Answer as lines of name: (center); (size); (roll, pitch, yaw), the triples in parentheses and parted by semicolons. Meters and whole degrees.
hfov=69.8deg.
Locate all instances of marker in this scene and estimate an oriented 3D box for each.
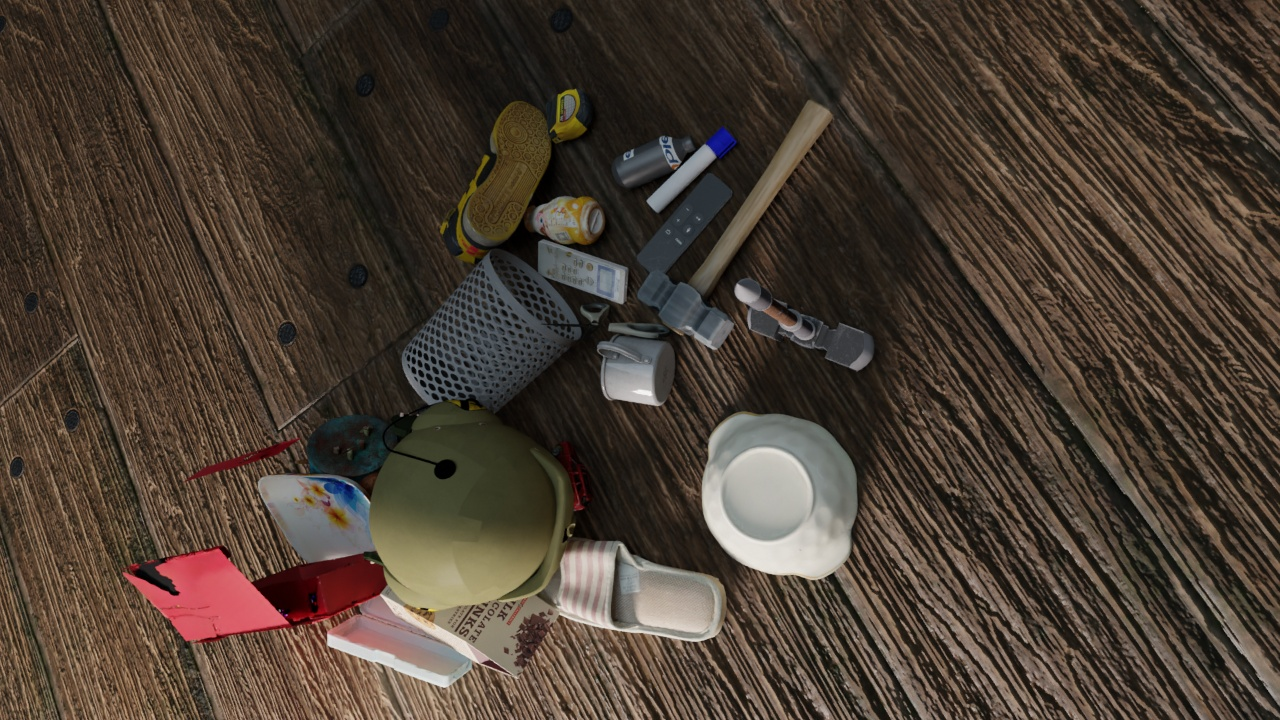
marker: (0.064, -0.240, 1.167); (0.133, 0.023, 0.027); (-43, 91, 13)

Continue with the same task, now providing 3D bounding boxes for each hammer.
hammer: (0.146, -0.048, 0.947); (0.156, 0.322, 0.043); (23, 92, 23)
hammer: (0.129, -0.172, 1.122); (0.117, 0.051, 0.323); (36, 95, 22)

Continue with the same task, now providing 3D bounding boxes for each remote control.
remote control: (0.055, -0.171, 1.170); (0.045, 0.008, 0.147); (45, 101, 21)
remote control: (-0.077, -0.117, 1.203); (0.136, 0.011, 0.050); (21, 127, 23)

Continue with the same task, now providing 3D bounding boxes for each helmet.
helmet: (-0.192, 0.177, 1.085); (0.233, 0.255, 0.250); (11, 90, 29)

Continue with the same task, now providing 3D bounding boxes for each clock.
clock: (-0.377, 0.136, 1.249); (0.158, 0.121, 0.073); (20, 128, 14)

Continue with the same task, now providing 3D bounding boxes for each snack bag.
snack bag: (-0.212, 0.317, 1.166); (0.206, 0.070, 0.094); (20, 56, 24)

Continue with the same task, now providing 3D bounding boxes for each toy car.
toy car: (-0.088, 0.147, 1.174); (0.036, 0.042, 0.091); (-22, 76, 12)

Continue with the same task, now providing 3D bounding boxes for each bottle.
bottle: (0.018, -0.257, 1.176); (0.113, 0.047, 0.047); (-19, 77, 20)
bottle: (-0.102, -0.185, 1.209); (0.109, 0.063, 0.063); (8, 87, 32)

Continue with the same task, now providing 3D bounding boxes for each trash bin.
trash bin: (-0.195, -0.024, 1.181); (0.183, 0.156, 0.156); (-43, 70, 15)

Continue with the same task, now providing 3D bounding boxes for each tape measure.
tape measure: (-0.094, -0.329, 1.235); (0.064, 0.037, 0.065); (-20, 63, 25)

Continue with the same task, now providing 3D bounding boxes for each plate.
plate: (-0.415, 0.220, 1.242); (0.187, 0.016, 0.187); (-1, 125, 24)

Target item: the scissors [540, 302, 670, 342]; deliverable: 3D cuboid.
scissors: (-0.041, -0.044, 1.128); (0.157, 0.170, 0.013); (8, 109, -2)

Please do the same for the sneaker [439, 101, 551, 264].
sneaker: (-0.195, -0.233, 1.244); (0.122, 0.086, 0.238); (-36, 32, 53)

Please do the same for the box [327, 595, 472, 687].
box: (-0.309, 0.356, 1.226); (0.198, 0.078, 0.122); (10, 68, 22)

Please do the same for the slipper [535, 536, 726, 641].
slipper: (-0.024, 0.279, 1.126); (0.263, 0.052, 0.115); (8, 88, 23)

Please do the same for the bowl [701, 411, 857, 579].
bowl: (0.152, 0.154, 1.064); (0.189, 0.060, 0.219); (-41, 70, 13)

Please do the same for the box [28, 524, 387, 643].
box: (-0.498, 0.286, 1.114); (0.212, 0.377, 0.123); (-16, 68, 32)

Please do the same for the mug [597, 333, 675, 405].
mug: (-0.007, 0.007, 1.119); (0.071, 0.113, 0.084); (8, 71, 21)
